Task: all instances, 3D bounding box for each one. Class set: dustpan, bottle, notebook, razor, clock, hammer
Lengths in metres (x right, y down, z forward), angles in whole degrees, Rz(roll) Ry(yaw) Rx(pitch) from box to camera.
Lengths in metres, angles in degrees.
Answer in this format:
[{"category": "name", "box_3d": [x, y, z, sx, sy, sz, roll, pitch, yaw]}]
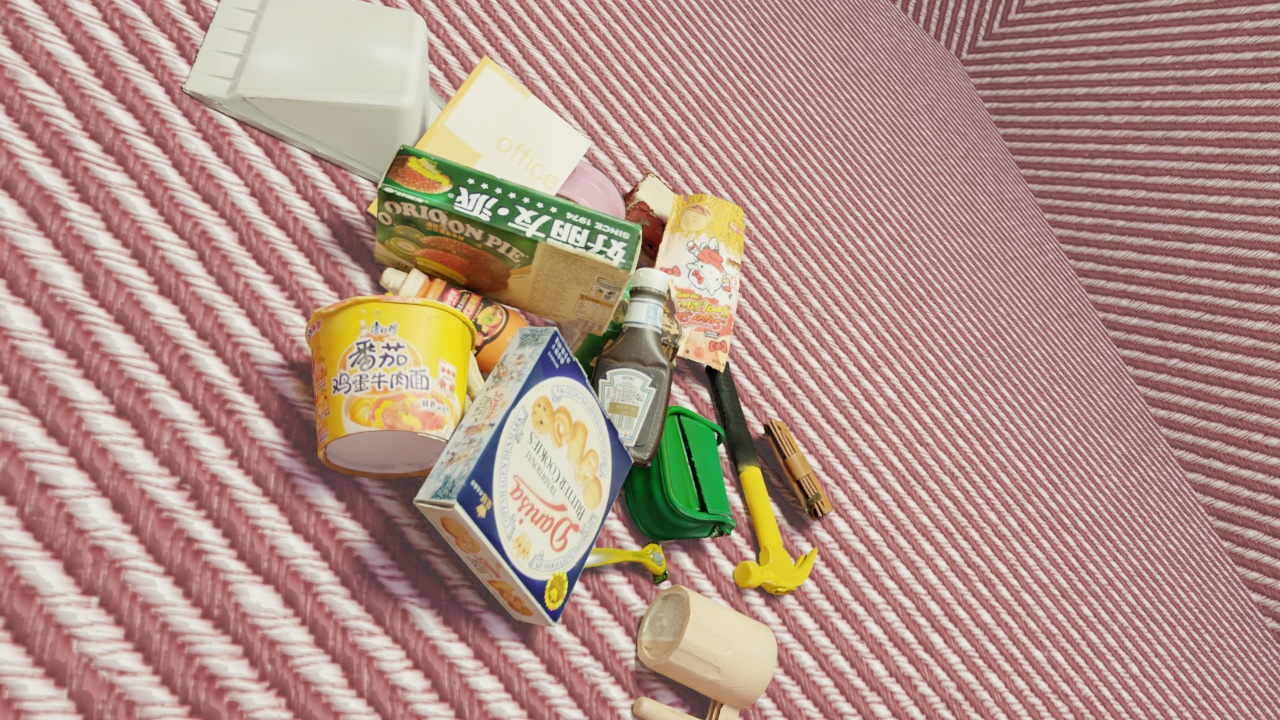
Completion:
[{"category": "dustpan", "box_3d": [-0.313, -0.279, 0.984, 0.257, 0.143, 0.222, 4, 51, -10]}, {"category": "bottle", "box_3d": [-0.181, -0.044, 0.881, 0.149, 0.067, 0.066, 31, 40, -15]}, {"category": "notebook", "box_3d": [-0.164, -0.192, 0.956, 0.146, 0.010, 0.206, 38, 79, -18]}, {"category": "bottle", "box_3d": [-0.005, 0.005, 0.913, 0.080, 0.044, 0.194, 9, 80, 6]}, {"category": "razor", "box_3d": [-0.026, 0.190, 0.872, 0.132, 0.028, 0.043, 11, 55, -40]}, {"category": "clock", "box_3d": [-0.095, -0.178, 1.046, 0.158, 0.117, 0.059, 42, 48, -15]}, {"category": "hammer", "box_3d": [0.129, 0.131, 1.085, 0.128, 0.033, 0.300, 15, 49, -40]}]

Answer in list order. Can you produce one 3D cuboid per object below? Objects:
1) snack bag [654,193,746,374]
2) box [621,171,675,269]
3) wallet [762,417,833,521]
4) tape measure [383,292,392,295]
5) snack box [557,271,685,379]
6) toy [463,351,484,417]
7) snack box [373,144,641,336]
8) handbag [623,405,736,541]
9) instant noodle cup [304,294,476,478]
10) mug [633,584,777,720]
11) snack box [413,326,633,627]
[{"category": "snack bag", "box_3d": [0.070, -0.097, 1.129, 0.128, 0.073, 0.207, 20, 69, -23]}, {"category": "box", "box_3d": [0.047, -0.167, 1.218, 0.168, 0.081, 0.091, 41, 37, -13]}, {"category": "wallet", "box_3d": [0.190, 0.133, 1.122, 0.130, 0.035, 0.119, 62, 7, 13]}, {"category": "tape measure", "box_3d": [-0.227, -0.026, 0.837, 0.060, 0.029, 0.057, 43, 35, -12]}, {"category": "snack box", "box_3d": [-0.029, -0.034, 1.006, 0.105, 0.118, 0.118, 11, 49, -26]}, {"category": "toy", "box_3d": [-0.136, 0.052, 0.837, 0.157, 0.066, 0.104, 52, 38, 8]}, {"category": "snack box", "box_3d": [-0.128, -0.109, 0.874, 0.240, 0.115, 0.063, 18, 56, -6]}, {"category": "handbag", "box_3d": [0.045, 0.121, 0.956, 0.120, 0.068, 0.131, 19, 51, -37]}, {"category": "instant noodle cup", "box_3d": [-0.201, 0.028, 0.738, 0.138, 0.138, 0.109, 17, 56, -38]}, {"category": "mug", "box_3d": [0.054, 0.282, 0.842, 0.103, 0.084, 0.124, 32, 66, -23]}, {"category": "snack box", "box_3d": [-0.086, 0.097, 0.760, 0.182, 0.046, 0.178, -64, 143, -35]}]
